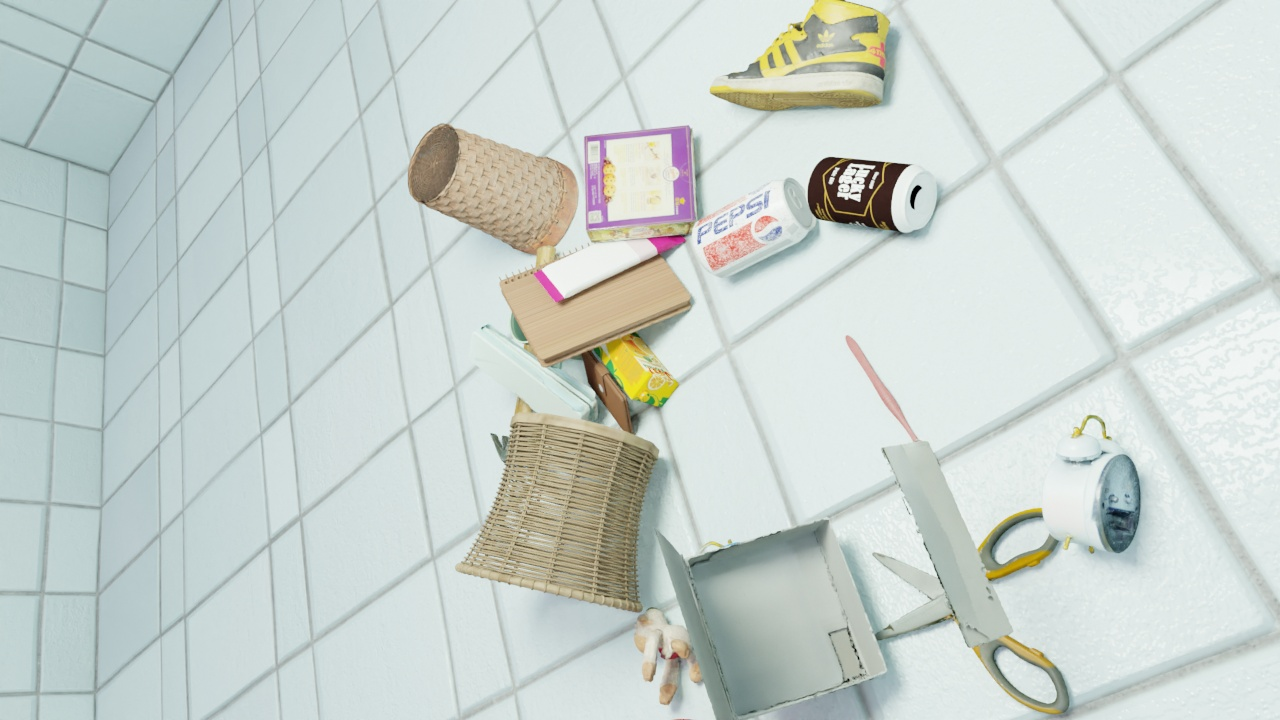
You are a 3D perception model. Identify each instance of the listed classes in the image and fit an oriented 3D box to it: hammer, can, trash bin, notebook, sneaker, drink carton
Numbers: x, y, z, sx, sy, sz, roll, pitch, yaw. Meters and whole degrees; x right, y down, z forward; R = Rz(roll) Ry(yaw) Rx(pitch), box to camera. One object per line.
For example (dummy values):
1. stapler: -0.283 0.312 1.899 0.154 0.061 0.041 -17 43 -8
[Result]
1. hammer: -0.161 -0.009 1.349 0.132 0.033 0.330 -12 67 55
2. can: 0.133 -0.158 1.094 0.136 0.078 0.078 -25 62 36
3. trash bin: -0.217 -0.259 1.363 0.152 0.209 0.151 -14 69 40
4. can: 0.248 -0.181 0.996 0.129 0.071 0.072 19 91 45
5. notebook: -0.064 -0.091 1.206 0.210 0.022 0.169 -23 51 -12
6. sneaker: 0.188 -0.367 1.095 0.239 0.086 0.122 14 94 41
7. drink carton: -0.007 0.007 1.193 0.041 0.058 0.122 -54 48 18

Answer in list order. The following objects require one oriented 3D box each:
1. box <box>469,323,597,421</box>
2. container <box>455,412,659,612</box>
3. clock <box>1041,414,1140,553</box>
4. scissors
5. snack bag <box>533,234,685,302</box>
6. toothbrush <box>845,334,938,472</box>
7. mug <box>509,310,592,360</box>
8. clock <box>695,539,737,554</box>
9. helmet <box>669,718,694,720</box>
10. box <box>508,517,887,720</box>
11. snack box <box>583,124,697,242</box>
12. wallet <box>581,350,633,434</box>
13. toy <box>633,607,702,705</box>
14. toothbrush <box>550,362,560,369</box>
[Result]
1. box: -0.148 0.025 1.248 0.199 0.085 0.070 35 82 16
2. container: -0.088 0.183 1.116 0.227 0.226 0.196 -1 71 43
3. clock: 0.385 0.105 0.779 0.057 0.083 0.117 0 79 50
4. scissors: 0.314 0.234 0.853 0.226 0.016 0.225 -42 53 28
5. snack bag: -0.040 -0.136 1.214 0.196 0.016 0.070 -27 48 -15
6. toothbrush: 0.259 0.040 0.963 0.015 0.015 0.184 -40 52 20
7. mug: -0.111 -0.043 1.274 0.084 0.104 0.111 -50 49 21
8. clock: 0.109 0.268 1.007 0.161 0.060 0.117 43 108 43
9. helmet: 0.057 0.480 0.883 0.198 0.224 0.271 -57 46 15
10. box: 0.051 0.242 0.816 0.150 0.411 0.166 -36 63 35
11. snack box: 0.000 -0.235 1.219 0.148 0.040 0.143 -4 72 7
12. wallet: -0.046 0.040 1.214 0.013 0.087 0.121 -26 49 -15
13. toy: 0.020 0.329 1.063 0.074 0.085 0.106 -37 42 4
14. toothbrush: -0.123 0.056 1.318 0.022 0.017 0.135 -16 67 39
